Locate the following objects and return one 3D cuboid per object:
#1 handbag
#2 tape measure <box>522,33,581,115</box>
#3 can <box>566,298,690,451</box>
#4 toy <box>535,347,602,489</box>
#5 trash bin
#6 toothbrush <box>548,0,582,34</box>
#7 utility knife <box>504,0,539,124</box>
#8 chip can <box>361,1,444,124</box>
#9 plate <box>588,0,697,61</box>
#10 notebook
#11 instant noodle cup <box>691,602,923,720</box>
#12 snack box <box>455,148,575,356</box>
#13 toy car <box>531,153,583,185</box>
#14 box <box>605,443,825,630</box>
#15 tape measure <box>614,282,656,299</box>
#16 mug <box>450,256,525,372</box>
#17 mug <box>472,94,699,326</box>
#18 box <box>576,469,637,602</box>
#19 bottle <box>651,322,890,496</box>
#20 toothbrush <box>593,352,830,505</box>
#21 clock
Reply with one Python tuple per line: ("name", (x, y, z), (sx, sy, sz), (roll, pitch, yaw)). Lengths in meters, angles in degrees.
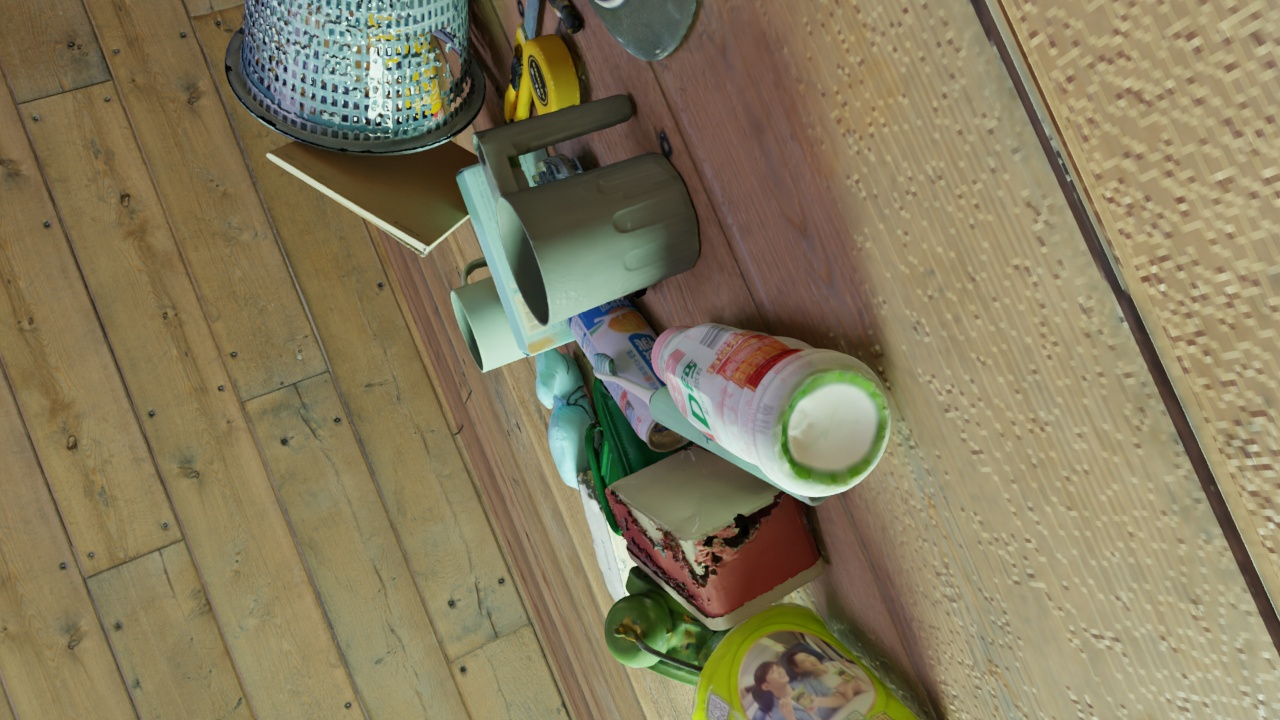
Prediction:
("handbag", (-0.008, 0.076, 0.763), (0.120, 0.068, 0.131), (60, 162, 27))
("tape measure", (-0.060, -0.200, 0.646), (0.057, 0.029, 0.060), (27, 136, 67))
("can", (-0.004, 0.004, 0.685), (0.134, 0.053, 0.053), (55, 159, 37))
("toy", (-0.072, 0.066, 0.949), (0.161, 0.050, 0.156), (44, -141, -68))
("trash bin", (-0.231, -0.317, 0.762), (0.226, 0.226, 0.196), (59, 149, 27))
("toothbrush", (-0.086, -0.290, 0.635), (0.012, 0.017, 0.185), (-46, 61, 31))
("utility knife", (-0.096, -0.236, 0.736), (0.033, 0.015, 0.215), (62, 162, 10))
("chip can", (-0.271, -0.338, 1.053), (0.072, 0.072, 0.214), (57, 160, 34))
("plate", (-0.019, -0.244, 0.474), (0.179, 0.024, 0.180), (57, 160, 32))
("notebook", (-0.215, -0.172, 0.830), (0.149, 0.211, 0.012), (31, 119, -3))
("instant noodle cup", (0.108, 0.220, 0.531), (0.123, 0.111, 0.112), (27, 136, 56))
("snack box", (-0.096, -0.096, 0.810), (0.052, 0.074, 0.175), (14, 124, 70))
("toy car", (-0.061, -0.131, 0.726), (0.121, 0.036, 0.054), (-162, 51, -78))
("box", (0.038, 0.103, 0.613), (0.077, 0.091, 0.168), (69, 163, -11))
("tape measure", (-0.014, -0.077, 0.653), (0.065, 0.033, 0.066), (68, 163, 6))
("mug", (-0.123, -0.057, 0.885), (0.111, 0.106, 0.082), (61, 163, 23))
("mug", (-0.034, -0.095, 0.566), (0.124, 0.103, 0.084), (70, 164, -5))
("box", (-0.009, 0.191, 0.930), (0.090, 0.061, 0.184), (45, 154, 54))
("bottle", (0.055, 0.015, 0.498), (0.197, 0.068, 0.068), (-152, 43, -69))
("toothbrush", (0.034, 0.036, 0.580), (0.225, 0.026, 0.027), (25, 124, 49))
("clock", (0.037, 0.190, 0.643), (0.161, 0.116, 0.056), (27, -102, -78))
